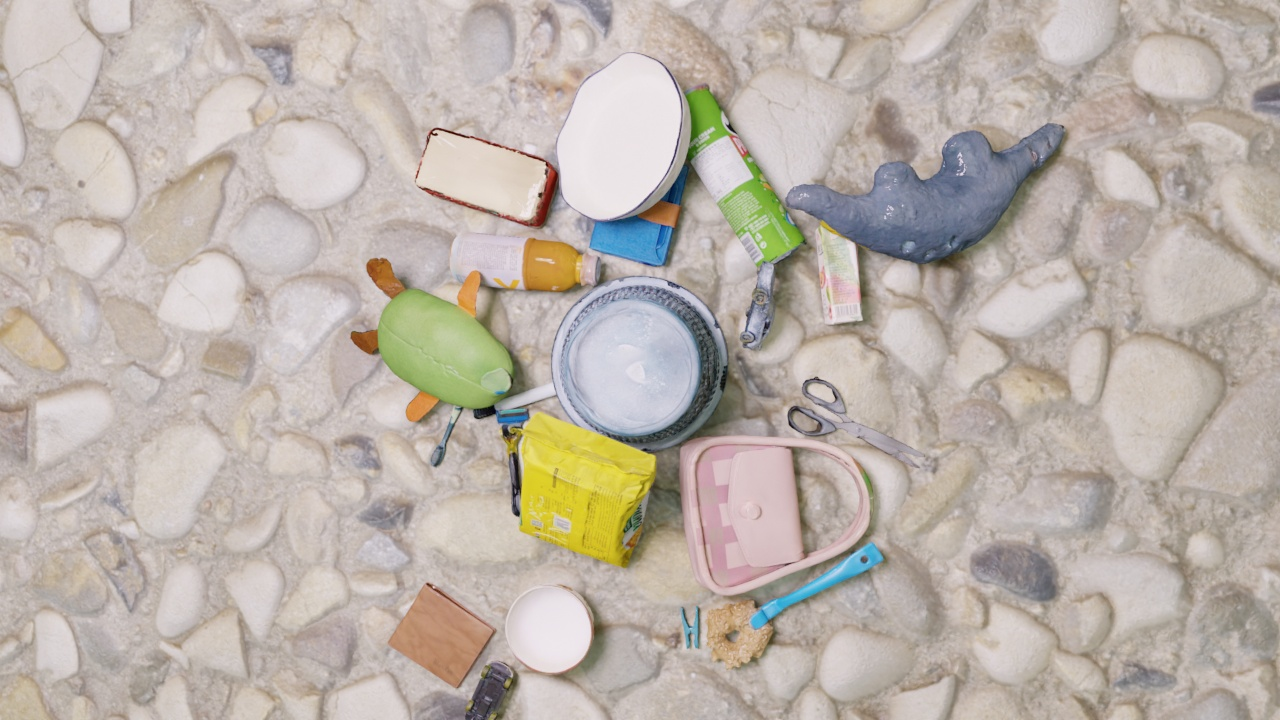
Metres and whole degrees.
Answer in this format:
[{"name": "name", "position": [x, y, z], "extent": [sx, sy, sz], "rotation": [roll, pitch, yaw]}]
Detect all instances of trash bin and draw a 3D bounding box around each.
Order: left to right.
[{"name": "trash bin", "position": [-0.006, 0.006, 1.080], "extent": [0.226, 0.195, 0.226], "rotation": [0, 91, 3]}]

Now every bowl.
[{"name": "bowl", "position": [-0.111, 0.339, 1.179], "extent": [0.113, 0.062, 0.113], "rotation": [0, 90, 7]}]

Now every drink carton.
[{"name": "drink carton", "position": [0.245, -0.106, 1.123], "extent": [0.045, 0.053, 0.122], "rotation": [-6, 90, 4]}]

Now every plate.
[{"name": "plate", "position": [-0.019, -0.266, 1.117], "extent": [0.205, 0.045, 0.204], "rotation": [-7, 79, 40]}]

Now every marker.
[{"name": "marker", "position": [-0.158, 0.050, 1.201], "extent": [0.131, 0.018, 0.022], "rotation": [-19, 107, 9]}]

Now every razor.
[{"name": "razor", "position": [-0.165, 0.134, 1.203], "extent": [0.042, 0.022, 0.142], "rotation": [-5, 92, -24]}]

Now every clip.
[{"name": "clip", "position": [0.065, 0.343, 1.179], "extent": [0.041, 0.014, 0.056], "rotation": [-6, 91, 9]}]

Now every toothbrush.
[{"name": "toothbrush", "position": [-0.239, 0.054, 1.213], "extent": [0.016, 0.018, 0.191], "rotation": [24, 95, 7]}]

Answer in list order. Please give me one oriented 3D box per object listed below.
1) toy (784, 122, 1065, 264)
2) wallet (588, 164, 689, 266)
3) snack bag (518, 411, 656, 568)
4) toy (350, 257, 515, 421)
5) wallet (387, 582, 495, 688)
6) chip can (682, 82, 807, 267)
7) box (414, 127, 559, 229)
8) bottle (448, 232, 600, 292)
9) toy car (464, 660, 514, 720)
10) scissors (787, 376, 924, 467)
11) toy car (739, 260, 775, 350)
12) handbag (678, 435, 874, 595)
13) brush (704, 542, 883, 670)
[{"name": "toy", "position": [0.348, -0.188, 1.077], "extent": [0.356, 0.091, 0.138], "rotation": [-18, 101, -7]}, {"name": "wallet", "position": [-0.002, -0.193, 1.165], "extent": [0.106, 0.040, 0.133], "rotation": [15, 94, 12]}, {"name": "snack bag", "position": [-0.073, 0.167, 1.098], "extent": [0.158, 0.247, 0.068], "rotation": [20, 54, 7]}, {"name": "toy", "position": [-0.261, -0.019, 1.172], "extent": [0.247, 0.089, 0.227], "rotation": [32, 113, 12]}, {"name": "wallet", "position": [-0.265, 0.368, 1.224], "extent": [0.115, 0.020, 0.101], "rotation": [32, 97, 3]}, {"name": "chip can", "position": [0.114, -0.223, 1.129], "extent": [0.072, 0.072, 0.236], "rotation": [-32, 87, 7]}, {"name": "box", "position": [-0.197, -0.231, 1.169], "extent": [0.168, 0.079, 0.091], "rotation": [18, 93, 8]}, {"name": "bottle", "position": [-0.146, -0.123, 1.170], "extent": [0.189, 0.068, 0.068], "rotation": [6, 92, 8]}, {"name": "toy car", "position": [-0.197, 0.437, 1.207], "extent": [0.042, 0.035, 0.090], "rotation": [24, 94, 5]}, {"name": "scissors", "position": [0.265, 0.092, 1.147], "extent": [0.145, 0.014, 0.172], "rotation": [-27, 90, 6]}, {"name": "toy car", "position": [0.146, -0.065, 1.111], "extent": [0.037, 0.054, 0.121], "rotation": [12, 137, 7]}, {"name": "handbag", "position": [0.169, 0.179, 1.133], "extent": [0.234, 0.093, 0.193], "rotation": [-7, 91, 1]}, {"name": "brush", "position": [0.186, 0.300, 1.140], "extent": [0.255, 0.045, 0.083], "rotation": [-34, 83, 13]}]
